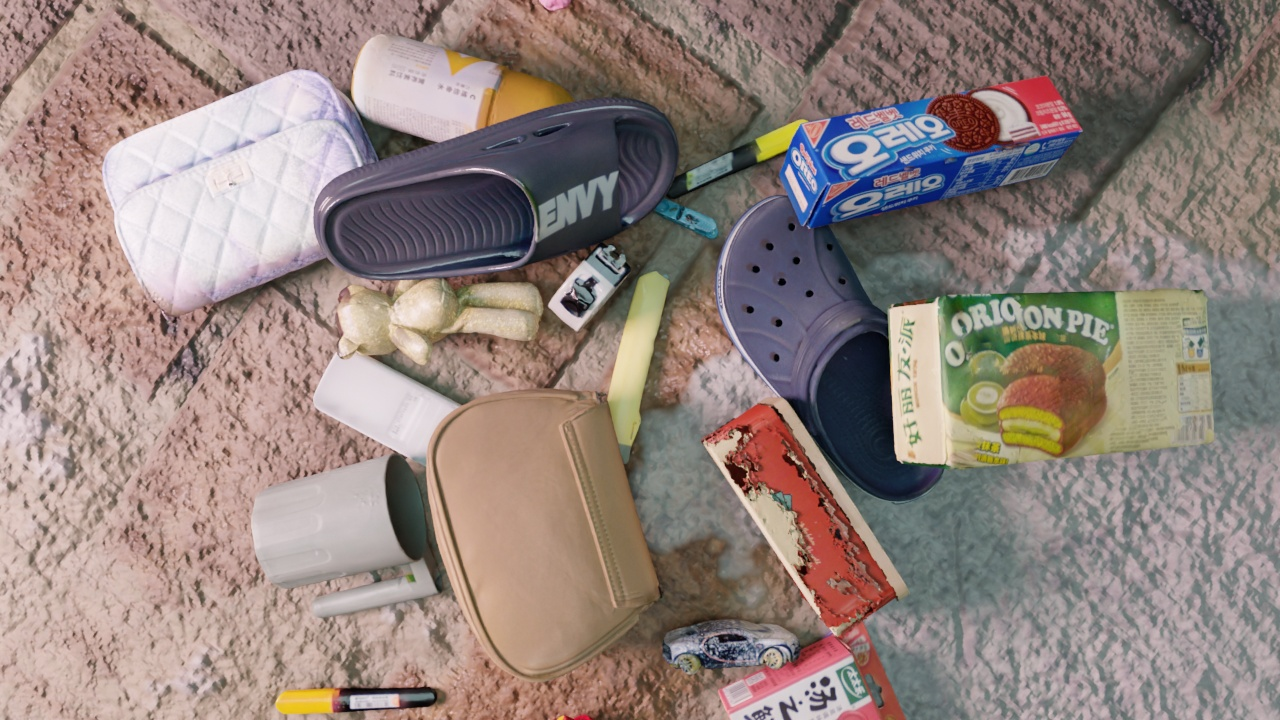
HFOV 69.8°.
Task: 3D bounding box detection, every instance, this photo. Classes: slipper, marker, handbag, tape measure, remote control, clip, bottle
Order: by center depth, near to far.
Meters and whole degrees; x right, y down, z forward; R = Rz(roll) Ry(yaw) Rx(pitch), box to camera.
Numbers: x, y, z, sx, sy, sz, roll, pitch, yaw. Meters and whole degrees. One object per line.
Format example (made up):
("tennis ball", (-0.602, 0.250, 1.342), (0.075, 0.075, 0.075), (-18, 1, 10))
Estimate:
("slipper", (-0.096, -0.103, 0.650), (0.268, 0.083, 0.111), (-14, 131, -4))
("slipper", (0.140, -0.003, 0.676), (0.105, 0.095, 0.253), (-31, 92, -2))
("handbag", (-0.075, 0.121, 0.679), (0.147, 0.100, 0.204), (-15, 89, -15))
("handbag", (-0.296, -0.126, 0.692), (0.194, 0.075, 0.134), (-23, 92, 2))
("tape measure", (-0.038, -0.055, 0.692), (0.033, 0.066, 0.066), (41, 89, -1))
("bottle", (-0.117, -0.190, 0.692), (0.189, 0.068, 0.068), (16, 90, -2))
("clip", (0.035, -0.111, 0.713), (0.055, 0.038, 0.013), (26, 89, 11))
("marker", (0.076, -0.156, 0.716), (0.124, 0.015, 0.018), (-24, 89, 4))
("remote control", (-0.186, 0.042, 0.718), (0.136, 0.020, 0.056), (27, 90, 1))
("marker", (-0.222, 0.267, 0.722), (0.124, 0.015, 0.018), (-1, 91, -1))

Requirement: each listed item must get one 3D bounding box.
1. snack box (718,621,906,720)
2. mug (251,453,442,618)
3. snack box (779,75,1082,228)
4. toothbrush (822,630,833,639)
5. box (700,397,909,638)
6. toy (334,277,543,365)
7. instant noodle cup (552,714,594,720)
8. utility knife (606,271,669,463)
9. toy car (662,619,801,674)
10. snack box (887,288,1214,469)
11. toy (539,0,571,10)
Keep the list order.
("snack box", (0.140, 0.278, 0.691), (0.127, 0.044, 0.113), (-25, 92, -4))
("mug", (-0.219, 0.139, 0.696), (0.103, 0.083, 0.124), (-13, 114, 2))
("snack box", (0.208, -0.150, 0.662), (0.207, 0.057, 0.058), (-14, 67, -12))
("toothbrush", (0.100, 0.268, 0.715), (0.014, 0.017, 0.189), (44, 89, -9))
("box", (0.111, 0.117, 0.676), (0.079, 0.091, 0.168), (-33, 89, -3))
("toy", (-0.153, -0.033, 0.702), (0.157, 0.066, 0.105), (-4, 57, -3))
("instant noodle cup", (-0.040, 0.349, 0.676), (0.124, 0.116, 0.116), (43, 91, -12))
("utility knife", (-0.004, 0.004, 0.716), (0.031, 0.018, 0.151), (14, 92, -3))
("toy car", (0.069, 0.215, 0.698), (0.105, 0.049, 0.031), (-2, 92, 0))
("snack box", (0.293, 0.010, 0.647), (0.239, 0.063, 0.114), (-3, 90, -20))
("toy", (-0.092, -0.375, 0.691), (0.178, 0.074, 0.194), (27, 87, 4))
